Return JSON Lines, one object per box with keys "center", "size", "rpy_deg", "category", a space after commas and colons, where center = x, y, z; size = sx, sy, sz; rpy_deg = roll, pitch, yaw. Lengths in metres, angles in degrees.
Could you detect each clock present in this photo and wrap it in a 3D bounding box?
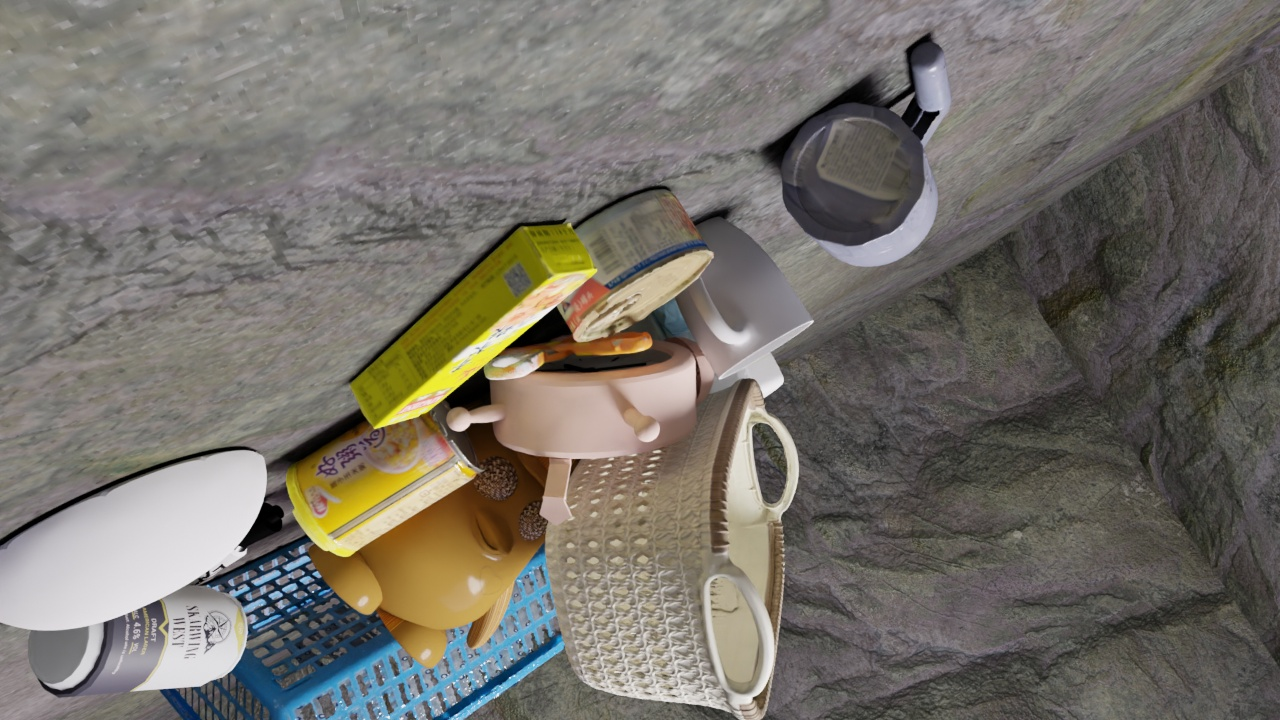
{"center": [-0.029, 0.030, 0.593], "size": [0.131, 0.086, 0.160], "rpy_deg": [2, -161, 18], "category": "clock"}

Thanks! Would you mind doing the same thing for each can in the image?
{"center": [-0.307, 0.174, 0.577], "size": [0.064, 0.064, 0.127], "rpy_deg": [-33, 156, 11], "category": "can"}
{"center": [-0.158, 0.068, 0.569], "size": [0.105, 0.067, 0.067], "rpy_deg": [-32, 173, 1], "category": "can"}
{"center": [-0.008, -0.049, 0.486], "size": [0.086, 0.043, 0.086], "rpy_deg": [-30, 172, -5], "category": "can"}

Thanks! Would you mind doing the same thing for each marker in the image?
{"center": [-0.296, 0.134, 0.625], "size": [0.126, 0.025, 0.025], "rpy_deg": [-32, 172, 8], "category": "marker"}

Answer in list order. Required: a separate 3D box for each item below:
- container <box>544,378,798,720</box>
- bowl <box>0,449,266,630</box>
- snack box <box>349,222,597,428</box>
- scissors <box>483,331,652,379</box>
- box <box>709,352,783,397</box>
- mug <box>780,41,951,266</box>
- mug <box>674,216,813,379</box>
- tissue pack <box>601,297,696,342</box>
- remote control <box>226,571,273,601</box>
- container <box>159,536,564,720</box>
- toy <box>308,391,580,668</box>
{"center": [0.033, 0.124, 0.648], "size": [0.143, 0.185, 0.245], "rpy_deg": [-5, -163, 15], "category": "container"}
{"center": [-0.261, 0.102, 0.480], "size": [0.149, 0.043, 0.149], "rpy_deg": [-30, 172, -5], "category": "bowl"}
{"center": [-0.086, -0.015, 0.456], "size": [0.148, 0.029, 0.040], "rpy_deg": [-36, 171, 32], "category": "snack box"}
{"center": [-0.054, -0.004, 0.540], "size": [0.126, 0.011, 0.127], "rpy_deg": [-3, -171, 41], "category": "scissors"}
{"center": [0.038, 0.016, 0.872], "size": [0.126, 0.108, 0.136], "rpy_deg": [-35, 169, 40], "category": "box"}
{"center": [0.141, -0.118, 0.539], "size": [0.124, 0.084, 0.103], "rpy_deg": [-58, 164, 12], "category": "mug"}
{"center": [0.051, -0.043, 0.580], "size": [0.071, 0.089, 0.107], "rpy_deg": [-34, 172, 21], "category": "mug"}
{"center": [-0.004, 0.004, 0.748], "size": [0.182, 0.070, 0.111], "rpy_deg": [-36, 169, 39], "category": "tissue pack"}
{"center": [-0.406, 0.234, 0.890], "size": [0.028, 0.012, 0.124], "rpy_deg": [-37, 171, 36], "category": "remote control"}
{"center": [-0.215, 0.211, 0.818], "size": [0.257, 0.089, 0.361], "rpy_deg": [16, -151, 42], "category": "container"}
{"center": [-0.121, 0.105, 0.673], "size": [0.203, 0.199, 0.162], "rpy_deg": [-43, -148, -11], "category": "toy"}
